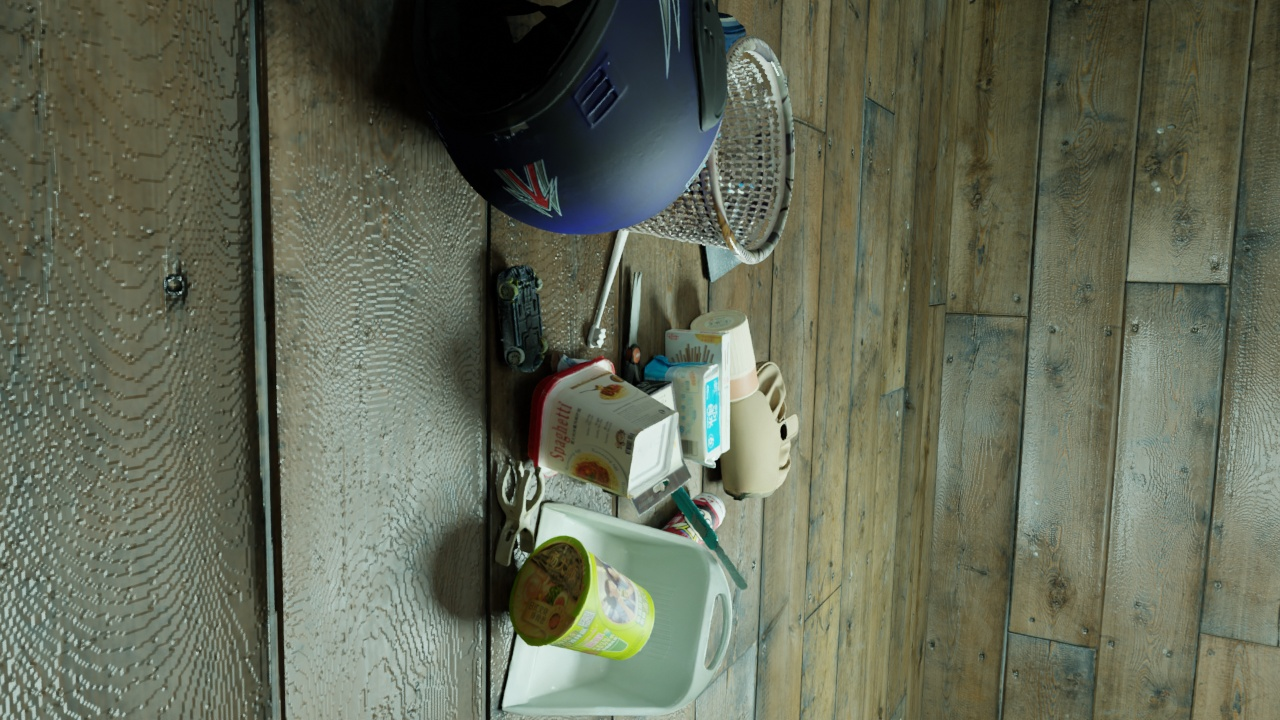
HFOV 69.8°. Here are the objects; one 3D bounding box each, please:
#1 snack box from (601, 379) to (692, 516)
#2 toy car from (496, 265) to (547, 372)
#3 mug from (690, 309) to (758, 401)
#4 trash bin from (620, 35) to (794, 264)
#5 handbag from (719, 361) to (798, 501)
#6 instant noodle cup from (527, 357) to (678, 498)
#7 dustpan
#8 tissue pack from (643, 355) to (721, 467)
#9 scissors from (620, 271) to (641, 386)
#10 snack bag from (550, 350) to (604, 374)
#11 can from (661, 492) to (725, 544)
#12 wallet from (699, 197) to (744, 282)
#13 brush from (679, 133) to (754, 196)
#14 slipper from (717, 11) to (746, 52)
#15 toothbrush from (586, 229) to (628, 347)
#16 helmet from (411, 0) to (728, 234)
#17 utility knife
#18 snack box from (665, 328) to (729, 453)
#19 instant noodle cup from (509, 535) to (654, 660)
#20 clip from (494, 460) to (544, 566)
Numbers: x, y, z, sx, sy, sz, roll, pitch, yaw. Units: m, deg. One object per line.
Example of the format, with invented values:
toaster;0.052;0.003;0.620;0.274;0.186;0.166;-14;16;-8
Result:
snack box;0.002;0.099;1.071;0.113;0.053;0.126;-27;115;-48
toy car;-0.117;-0.040;0.892;0.048;0.031;0.106;-27;116;-56
mug;0.103;-0.001;1.262;0.114;0.082;0.106;-24;117;-25
trash bin;0.039;-0.218;0.980;0.227;0.192;0.227;-14;106;-60
handbag;0.172;0.106;1.371;0.147;0.100;0.205;-34;120;-51
instant noodle cup;-0.035;0.073;0.936;0.116;0.124;0.116;-25;130;-49
dustpan;-0.006;0.292;1.036;0.257;0.143;0.222;30;68;-60
tissue pack;0.054;0.065;1.160;0.063;0.090;0.140;-21;111;-59
scissors;-0.015;0.008;1.095;0.138;0.022;0.235;-37;127;-53
snack bag;-0.068;0.013;0.996;0.105;0.026;0.045;4;97;-58
can;0.067;0.229;1.246;0.132;0.053;0.053;-33;122;-55
wallet;0.117;-0.176;1.314;0.120;0.019;0.097;-38;125;-51
brush;0.094;-0.259;1.229;0.313;0.061;0.109;-35;130;-57
slipper;0.053;-0.380;1.096;0.095;0.105;0.252;44;25;-3
toothbrush;-0.031;-0.098;1.056;0.016;0.016;0.179;43;57;-58
helmet;-0.043;-0.260;0.775;0.240;0.248;0.315;31;61;-57
utility knife;0.073;0.202;1.141;0.013;0.219;0.029;-7;129;-31
snack box;0.074;0.039;1.197;0.026;0.085;0.157;-17;109;-57
instant noodle cup;-0.052;0.253;0.941;0.123;0.112;0.111;36;62;-38
clip;-0.120;0.152;0.917;0.074;0.035;0.100;-10;108;-61
